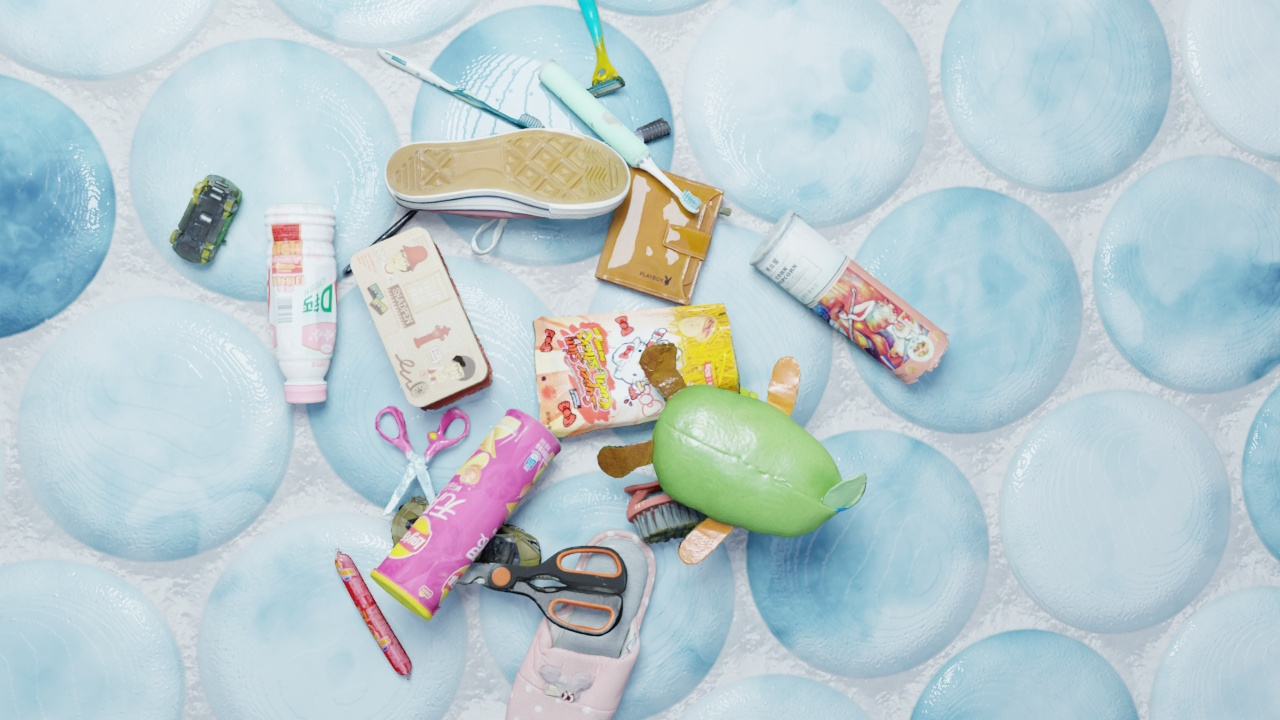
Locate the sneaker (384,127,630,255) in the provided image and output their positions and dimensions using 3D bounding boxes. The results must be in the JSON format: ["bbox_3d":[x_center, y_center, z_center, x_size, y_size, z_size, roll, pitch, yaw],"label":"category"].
[{"bbox_3d":[-0.131,-0.174,0.926,0.241,0.088,0.118,-1,76,-1],"label":"sneaker"}]

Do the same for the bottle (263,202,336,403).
[{"bbox_3d":[-0.338,-0.056,0.920,0.068,0.068,0.197,-2,94,-5],"label":"bottle"}]

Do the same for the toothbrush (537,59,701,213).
[{"bbox_3d":[-0.021,-0.229,0.947,0.224,0.027,0.026,44,60,7],"label":"toothbrush"}]

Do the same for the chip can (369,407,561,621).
[{"bbox_3d":[-0.167,0.146,0.895,0.071,0.072,0.210,39,66,-4],"label":"chip can"}]

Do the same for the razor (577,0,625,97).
[{"bbox_3d":[-0.050,-0.346,0.963,0.043,0.028,0.132,-14,94,26],"label":"razor"}]

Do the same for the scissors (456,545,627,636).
[{"bbox_3d":[-0.124,0.206,0.925,0.235,0.022,0.136,28,68,4],"label":"scissors"}]

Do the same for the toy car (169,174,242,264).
[{"bbox_3d":[-0.435,-0.141,0.924,0.043,0.036,0.091,27,86,-6],"label":"toy car"}]

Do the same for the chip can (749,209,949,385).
[{"bbox_3d":[0.220,-0.065,0.965,0.214,0.071,0.071,37,87,-5],"label":"chip can"}]

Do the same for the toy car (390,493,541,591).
[{"bbox_3d":[-0.178,0.189,0.945,0.158,0.042,0.070,20,88,-7],"label":"toy car"}]

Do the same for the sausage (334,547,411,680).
[{"bbox_3d":[-0.277,0.262,0.946,0.020,0.020,0.156,-29,92,-5],"label":"sausage"}]

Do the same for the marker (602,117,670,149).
[{"bbox_3d":[-0.031,-0.227,0.971,0.130,0.018,0.022,-20,70,-5],"label":"marker"}]

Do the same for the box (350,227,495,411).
[{"bbox_3d":[-0.215,-0.039,0.930,0.091,0.079,0.168,-24,86,-4],"label":"box"}]

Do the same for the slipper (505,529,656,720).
[{"bbox_3d":[-0.059,0.306,0.947,0.114,0.054,0.274,23,86,-4],"label":"slipper"}]

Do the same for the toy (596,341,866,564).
[{"bbox_3d":[0.089,0.094,0.893,0.247,0.090,0.227,27,94,3],"label":"toy"}]

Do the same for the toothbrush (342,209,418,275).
[{"bbox_3d":[-0.238,-0.147,0.952,0.181,0.015,0.018,-41,102,-5],"label":"toothbrush"}]

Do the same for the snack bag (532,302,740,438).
[{"bbox_3d":[-0.006,0.006,0.949,0.208,0.073,0.128,-7,82,1],"label":"snack bag"}]

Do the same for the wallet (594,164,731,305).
[{"bbox_3d":[0.026,-0.132,0.970,0.119,0.035,0.130,17,88,2],"label":"wallet"}]

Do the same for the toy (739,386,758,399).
[{"bbox_3d":[0.079,0.065,0.970,0.100,0.031,0.096,25,74,4],"label":"toy"}]

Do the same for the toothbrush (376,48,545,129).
[{"bbox_3d":[-0.186,-0.282,0.958,0.191,0.016,0.018,26,77,-5],"label":"toothbrush"}]

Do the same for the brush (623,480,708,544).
[{"bbox_3d":[0.056,0.144,0.959,0.146,0.063,0.069,-13,60,-4],"label":"brush"}]

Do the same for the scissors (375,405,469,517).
[{"bbox_3d":[-0.233,0.097,0.936,0.125,0.017,0.133,29,68,2],"label":"scissors"}]
